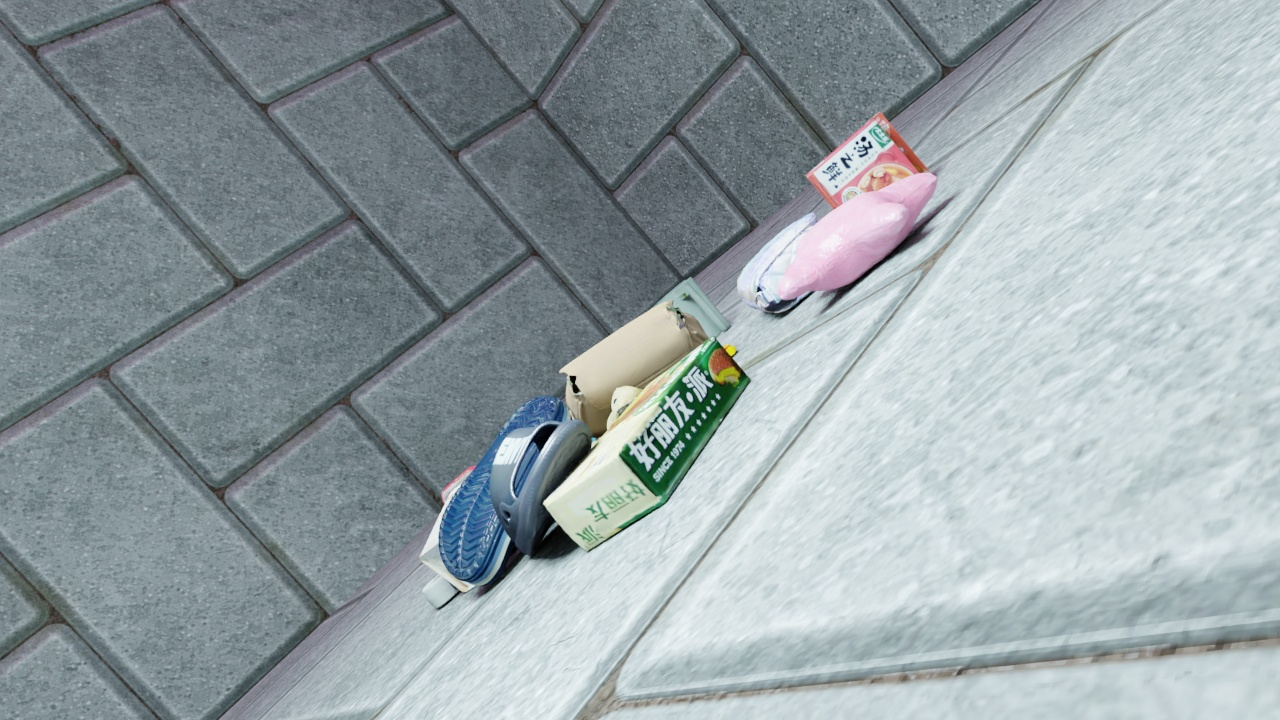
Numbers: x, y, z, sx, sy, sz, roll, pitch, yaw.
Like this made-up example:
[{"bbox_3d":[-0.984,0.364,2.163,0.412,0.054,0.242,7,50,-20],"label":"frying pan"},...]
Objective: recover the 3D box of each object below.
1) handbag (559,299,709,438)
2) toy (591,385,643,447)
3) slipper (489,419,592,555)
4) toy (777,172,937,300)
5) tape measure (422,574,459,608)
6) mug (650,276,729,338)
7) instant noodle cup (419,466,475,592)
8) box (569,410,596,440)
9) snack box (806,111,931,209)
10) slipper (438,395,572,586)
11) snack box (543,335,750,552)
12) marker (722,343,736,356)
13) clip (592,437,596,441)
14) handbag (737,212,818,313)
[{"bbox_3d":[-0.007,0.007,1.174,0.204,0.099,0.148,-33,-27,-3],"label":"handbag"},{"bbox_3d":[-0.024,0.082,1.122,0.105,0.066,0.158,-26,-17,-32],"label":"toy"},{"bbox_3d":[-0.117,0.128,0.940,0.110,0.083,0.269,-58,-6,-26],"label":"slipper"},{"bbox_3d":[0.232,-0.134,0.979,0.195,0.074,0.178,-36,3,22],"label":"toy"},{"bbox_3d":[-0.257,0.297,1.220,0.066,0.033,0.065,-41,1,30],"label":"tape measure"},{"bbox_3d":[0.084,-0.073,1.495,0.083,0.103,0.124,-43,5,-28],"label":"mug"},{"bbox_3d":[-0.209,0.216,1.170,0.117,0.116,0.123,-38,17,40],"label":"instant noodle cup"},{"bbox_3d":[-0.057,0.080,1.459,0.167,0.079,0.092,-51,10,-33],"label":"box"},{"bbox_3d":[0.295,-0.234,1.158,0.127,0.113,0.044,-41,3,2],"label":"snack box"},{"bbox_3d":[-0.152,0.160,1.110,0.105,0.095,0.252,-4,50,43],"label":"slipper"},{"bbox_3d":[0.012,0.073,0.881,0.115,0.063,0.239,-38,5,36],"label":"snack box"},{"bbox_3d":[0.111,-0.013,1.227,0.018,0.015,0.124,-37,2,-2],"label":"marker"},{"bbox_3d":[-0.077,0.128,1.347,0.038,0.013,0.055,173,117,-83],"label":"clip"},{"bbox_3d":[0.193,-0.121,1.207,0.134,0.075,0.194,-45,2,5],"label":"handbag"}]
